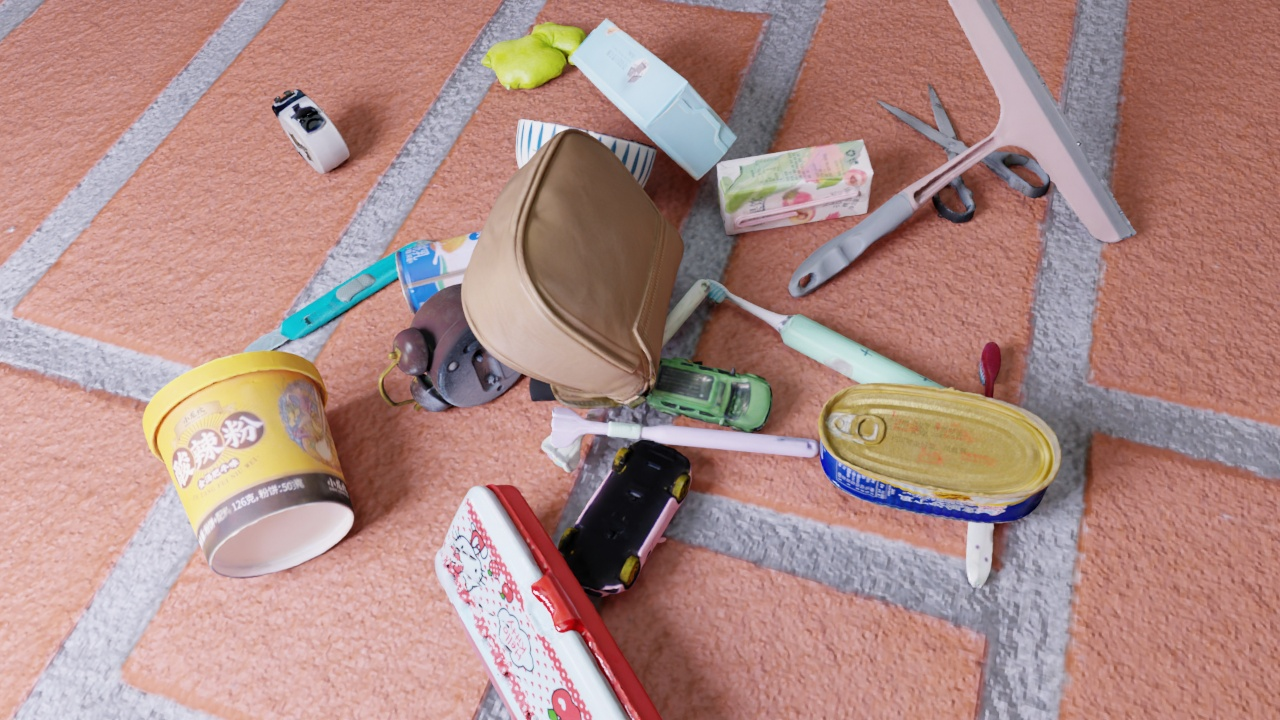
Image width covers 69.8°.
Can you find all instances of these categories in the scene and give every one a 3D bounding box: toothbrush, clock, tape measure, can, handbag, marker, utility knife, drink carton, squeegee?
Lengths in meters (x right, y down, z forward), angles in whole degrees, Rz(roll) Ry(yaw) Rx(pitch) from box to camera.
[{"bbox_3d":[-0.004,0.004,0.669,0.029,0.020,0.189,43,64,-6],"label":"toothbrush"},{"bbox_3d":[-0.136,-0.006,0.674,0.121,0.082,0.055,-36,56,-19],"label":"clock"},{"bbox_3d":[-0.297,-0.204,0.832,0.033,0.066,0.066,-41,60,-16],"label":"tape measure"},{"bbox_3d":[0.191,0.060,0.601,0.148,0.049,0.074,9,59,16],"label":"can"},{"bbox_3d":[-0.045,-0.062,0.645,0.100,0.147,0.204,-34,28,35],"label":"handbag"},{"bbox_3d":[-0.124,-0.078,0.738,0.134,0.053,0.053,-15,56,-5],"label":"can"},{"bbox_3d":[0.139,-0.010,0.683,0.224,0.026,0.027,30,52,23],"label":"toothbrush"},{"bbox_3d":[-0.017,0.016,0.684,0.132,0.020,0.022,-4,83,2],"label":"marker"},{"bbox_3d":[-0.244,-0.052,0.756,0.186,0.013,0.029,-36,60,-18],"label":"utility knife"},{"bbox_3d":[0.126,-0.141,0.757,0.122,0.054,0.045,-9,56,0],"label":"drink carton"},{"bbox_3d":[0.235,0.067,0.631,0.016,0.017,0.187,11,60,9],"label":"toothbrush"},{"bbox_3d":[0.033,0.054,0.630,0.189,0.021,0.029,6,70,-9],"label":"toothbrush"},{"bbox_3d":[0.217,-0.128,0.725,0.249,0.040,0.247,-36,101,3],"label":"squeegee"}]

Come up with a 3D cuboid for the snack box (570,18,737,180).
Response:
[{"bbox_3d":[0.008,-0.226,0.783,0.052,0.074,0.174,-46,43,9],"label":"snack box"}]

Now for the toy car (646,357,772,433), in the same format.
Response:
[{"bbox_3d":[0.049,0.024,0.653,0.091,0.036,0.043,13,82,1],"label":"toy car"}]

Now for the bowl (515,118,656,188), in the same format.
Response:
[{"bbox_3d":[-0.049,-0.157,0.764,0.116,0.116,0.066,16,101,15],"label":"bowl"}]

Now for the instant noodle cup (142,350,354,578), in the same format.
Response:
[{"bbox_3d":[-0.256,0.073,0.616,0.118,0.119,0.114,-25,65,-11],"label":"instant noodle cup"}]

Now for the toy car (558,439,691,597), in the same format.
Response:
[{"bbox_3d":[-0.009,0.104,0.610,0.056,0.037,0.122,21,52,20],"label":"toy car"}]

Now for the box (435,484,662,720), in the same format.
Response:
[{"bbox_3d":[-0.064,0.170,0.553,0.046,0.087,0.201,0,43,-47],"label":"box"}]

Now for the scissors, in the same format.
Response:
[{"bbox_3d":[0.274,-0.181,0.798,0.178,0.014,0.159,21,58,21],"label":"scissors"}]

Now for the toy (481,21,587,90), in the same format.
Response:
[{"bbox_3d":[-0.100,-0.300,0.900,0.097,0.031,0.099,18,59,15],"label":"toy"}]
